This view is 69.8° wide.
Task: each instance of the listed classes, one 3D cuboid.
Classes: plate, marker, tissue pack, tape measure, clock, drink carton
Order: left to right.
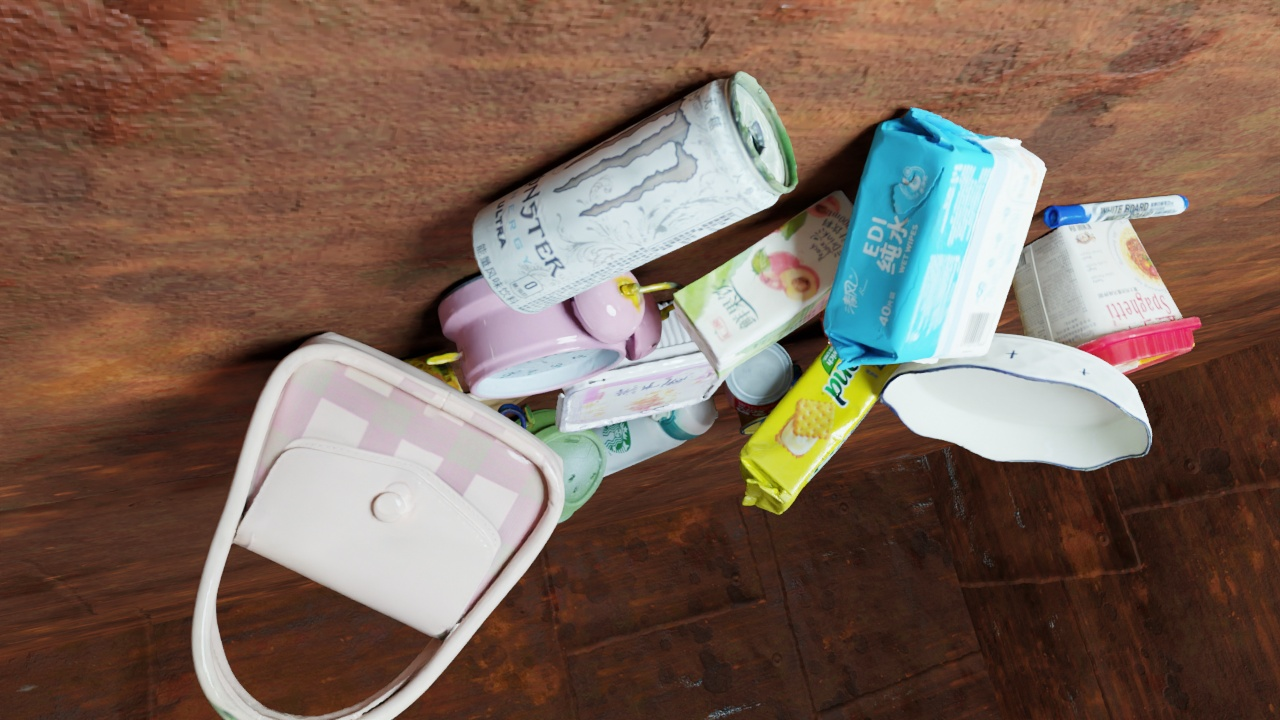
[{"bbox_3d":[-0.104,0.122,0.958,0.116,0.056,0.161,7,114,-40],"label":"clock"},{"bbox_3d":[-0.046,-0.023,0.577,0.158,0.059,0.117,-18,167,9],"label":"clock"},{"bbox_3d":[0.155,0.023,1.053,0.054,0.025,0.058,-9,162,-12],"label":"tape measure"},{"bbox_3d":[0.083,-0.045,0.552,0.122,0.053,0.045,-33,163,-6],"label":"drink carton"},{"bbox_3d":[0.155,-0.061,0.497,0.089,0.140,0.063,-3,-157,-38],"label":"tissue pack"},{"bbox_3d":[0.308,0.034,0.759,0.205,0.045,0.205,18,162,6],"label":"plate"},{"bbox_3d":[0.375,-0.118,0.719,0.145,0.017,0.017,-8,166,-23],"label":"marker"}]

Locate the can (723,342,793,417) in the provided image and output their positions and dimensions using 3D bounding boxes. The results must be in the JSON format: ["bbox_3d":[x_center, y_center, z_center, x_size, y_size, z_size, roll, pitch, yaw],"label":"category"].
[{"bbox_3d":[0.115,0.020,0.906,0.066,0.066,0.094,-15,167,2],"label":"can"}]

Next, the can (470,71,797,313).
[{"bbox_3d":[-0.006,-0.072,0.418,0.147,0.058,0.058,-22,165,29],"label":"can"}]

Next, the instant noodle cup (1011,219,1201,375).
[{"bbox_3d":[0.382,-0.048,0.779,0.116,0.124,0.117,-10,167,-21],"label":"instant noodle cup"}]

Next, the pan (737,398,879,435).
[{"bbox_3d":[0.280,0.045,1.157,0.197,0.078,0.359,-1,162,-45],"label":"pan"}]

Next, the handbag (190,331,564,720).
[{"bbox_3d":[-0.174,0.118,0.566,0.193,0.234,0.093,29,167,-11],"label":"handbag"}]

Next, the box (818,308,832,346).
[{"bbox_3d":[0.185,-0.044,0.646,0.091,0.077,0.168,-18,173,30],"label":"box"}]

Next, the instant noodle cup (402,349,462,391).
[{"bbox_3d":[-0.184,0.056,0.671,0.123,0.116,0.116,-24,170,-12],"label":"instant noodle cup"}]

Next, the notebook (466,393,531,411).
[{"bbox_3d":[-0.222,0.058,0.837,0.211,0.012,0.150,-7,166,-29],"label":"notebook"}]

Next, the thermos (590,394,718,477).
[{"bbox_3d":[-0.007,0.082,1.035,0.073,0.073,0.225,-2,162,-41],"label":"thermos"}]

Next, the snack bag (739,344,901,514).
[{"bbox_3d":[0.180,0.041,0.873,0.246,0.068,0.158,-48,167,-5],"label":"snack bag"}]

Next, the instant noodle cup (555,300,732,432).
[{"bbox_3d":[-0.004,0.004,0.734,0.138,0.060,0.174,-12,165,-10],"label":"instant noodle cup"}]

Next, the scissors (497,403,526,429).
[{"bbox_3d":[-0.158,0.097,0.862,0.173,0.012,0.163,32,118,-32],"label":"scissors"}]
